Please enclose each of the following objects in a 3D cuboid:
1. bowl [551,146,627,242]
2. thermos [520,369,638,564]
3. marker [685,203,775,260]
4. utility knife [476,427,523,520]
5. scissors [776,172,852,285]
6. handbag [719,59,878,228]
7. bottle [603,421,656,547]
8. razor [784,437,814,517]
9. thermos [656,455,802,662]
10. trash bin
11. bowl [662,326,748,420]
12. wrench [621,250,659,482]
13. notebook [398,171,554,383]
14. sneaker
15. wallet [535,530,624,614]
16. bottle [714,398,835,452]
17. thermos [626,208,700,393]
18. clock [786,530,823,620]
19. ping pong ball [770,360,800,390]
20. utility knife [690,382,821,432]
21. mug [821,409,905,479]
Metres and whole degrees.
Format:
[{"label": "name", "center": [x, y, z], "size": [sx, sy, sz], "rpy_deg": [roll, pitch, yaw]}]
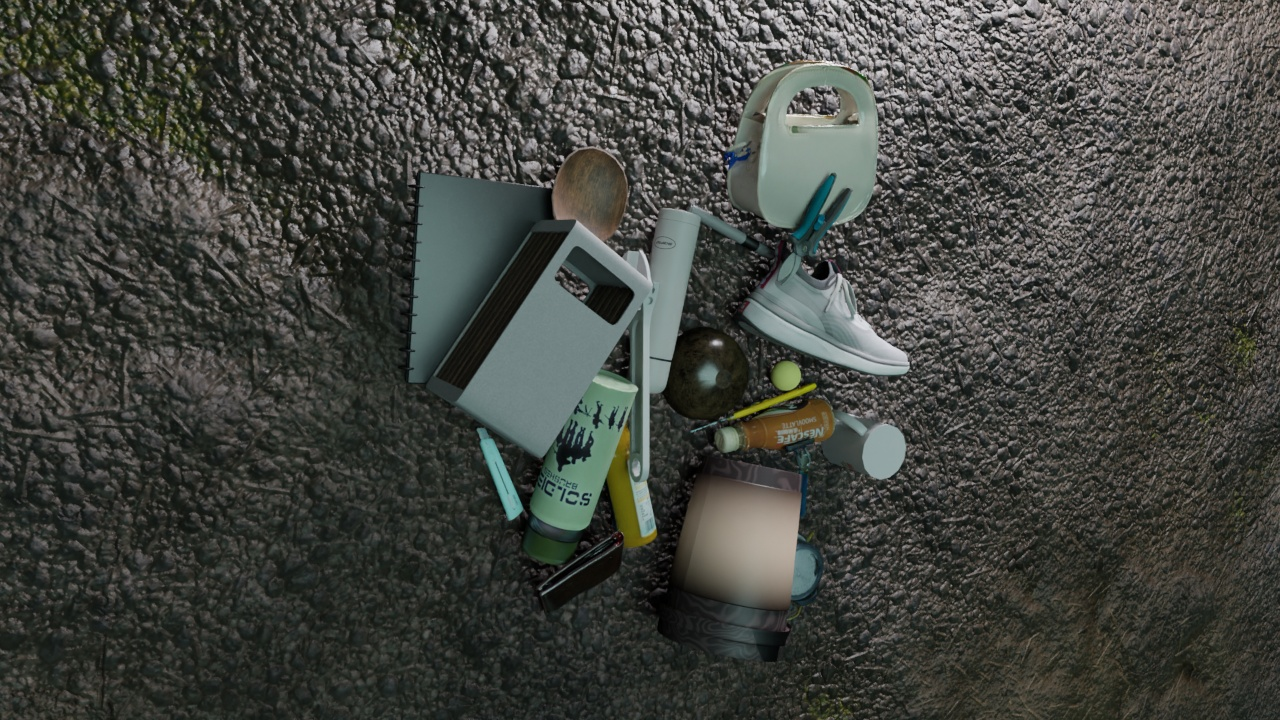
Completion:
[{"label": "bowl", "center": [-0.065, -0.192, 1.077], "size": [0.102, 0.026, 0.114], "rpy_deg": [18, 86, -36]}, {"label": "thermos", "center": [-0.078, 0.125, 1.072], "size": [0.082, 0.082, 0.231], "rpy_deg": [13, 104, -27]}, {"label": "marker", "center": [0.117, -0.165, 1.179], "size": [0.140, 0.016, 0.016], "rpy_deg": [25, 86, -27]}, {"label": "utility knife", "center": [-0.168, 0.132, 1.082], "size": [0.022, 0.015, 0.120], "rpy_deg": [-25, 104, -20]}, {"label": "scissors", "center": [0.213, -0.166, 1.139], "size": [0.131, 0.019, 0.148], "rpy_deg": [-22, 121, -21]}, {"label": "handbag", "center": [0.203, -0.275, 1.153], "size": [0.200, 0.093, 0.200], "rpy_deg": [-6, 117, -26]}, {"label": "bottle", "center": [-0.022, 0.136, 1.131], "size": [0.053, 0.053, 0.186], "rpy_deg": [-17, 104, -23]}, {"label": "razor", "center": [0.218, 0.164, 1.242], "size": [0.042, 0.022, 0.144], "rpy_deg": [-18, 130, -12]}, {"label": "thermos", "center": [0.121, 0.243, 1.160], "size": [0.172, 0.173, 0.226], "rpy_deg": [14, 84, -27]}, {"label": "trash bin", "center": [-0.111, -0.028, 1.011], "size": [0.114, 0.115, 0.228], "rpy_deg": [37, 79, -28]}, {"label": "bowl", "center": [0.091, 0.020, 1.169], "size": [0.121, 0.056, 0.121], "rpy_deg": [-4, 99, -26]}, {"label": "wrench", "center": [-0.006, 0.006, 1.088], "size": [0.018, 0.087, 0.273], "rpy_deg": [1, 89, -27]}, {"label": "notebook", "center": [-0.184, -0.088, 1.040], "size": [0.169, 0.019, 0.231], "rpy_deg": [2, 96, -28]}, {"label": "sneaker", "center": [0.256, -0.060, 1.216], "size": [0.263, 0.097, 0.129], "rpy_deg": [22, 92, -20]}, {"label": "wallet", "center": [-0.070, 0.258, 1.105], "size": [0.119, 0.099, 0.031], "rpy_deg": [-31, 67, -18]}, {"label": "bottle", "center": [0.177, 0.092, 1.220], "size": [0.167, 0.059, 0.059], "rpy_deg": [-10, 101, -24]}, {"label": "thermos", "center": [0.027, -0.071, 1.126], "size": [0.052, 0.052, 0.224], "rpy_deg": [10, 93, -27]}, {"label": "clock", "center": [0.205, 0.298, 1.270], "size": [0.090, 0.052, 0.129], "rpy_deg": [-2, 102, -26]}, {"label": "ping pong ball", "center": [0.195, 0.020, 1.229], "size": [0.040, 0.040, 0.040], "rpy_deg": [-4, 99, -26]}, {"label": "utility knife", "center": [0.154, 0.063, 1.221], "size": [0.206, 0.031, 0.018], "rpy_deg": [-21, 82, -24]}, {"label": "mug", "center": [0.299, 0.107, 1.265], "size": [0.073, 0.090, 0.105], "rpy_deg": [-48, 114, -13]}]
